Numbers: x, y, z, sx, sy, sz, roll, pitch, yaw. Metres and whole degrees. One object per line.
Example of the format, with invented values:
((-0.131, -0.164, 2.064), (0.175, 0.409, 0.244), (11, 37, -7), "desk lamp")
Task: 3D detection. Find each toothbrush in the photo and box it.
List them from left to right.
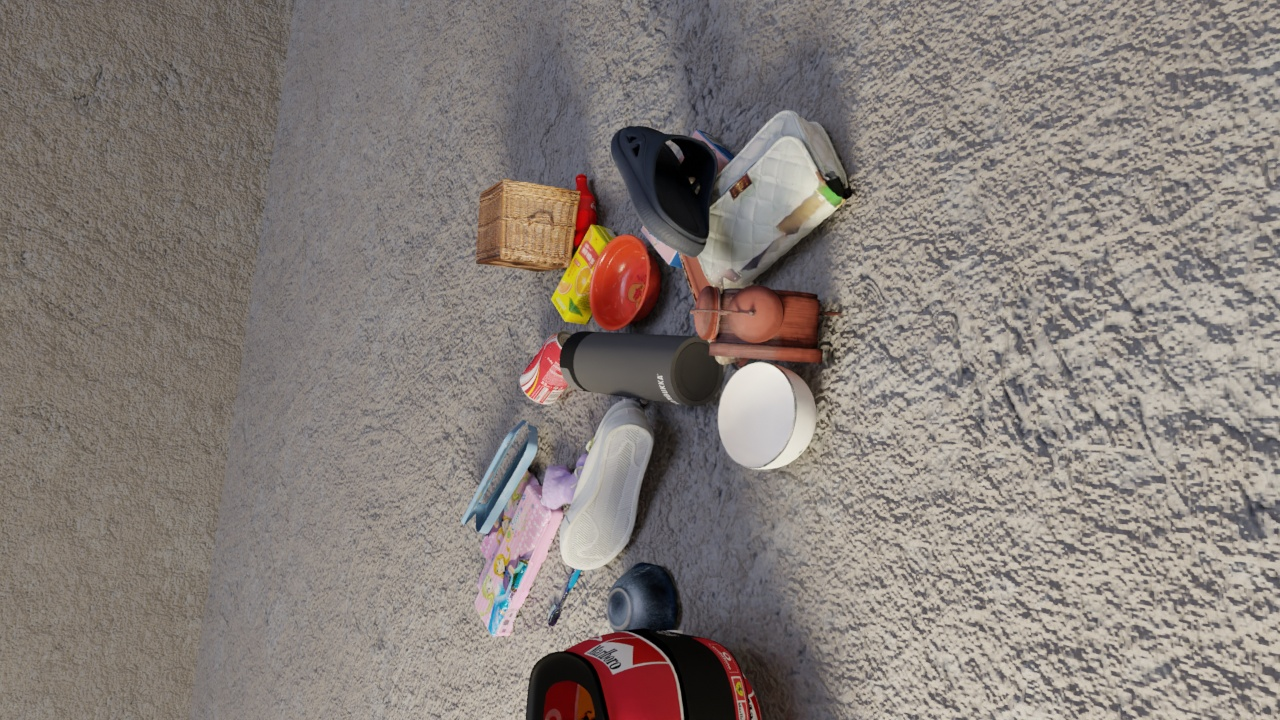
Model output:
((-0.090, 0.289, 1.257), (0.189, 0.016, 0.017), (-65, 30, 19), "toothbrush")

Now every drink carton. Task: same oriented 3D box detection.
((-0.073, -0.122, 1.313), (0.135, 0.042, 0.058), (-59, 44, 26), "drink carton")

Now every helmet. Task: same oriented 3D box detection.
((0.014, 0.373, 0.927), (0.272, 0.224, 0.197), (-33, 53, 59), "helmet")

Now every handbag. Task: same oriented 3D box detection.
((0.136, -0.176, 1.031), (0.195, 0.072, 0.138), (-43, 50, 38), "handbag")

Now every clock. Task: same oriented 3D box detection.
((0.121, -0.038, 0.949), (0.121, 0.157, 0.072), (5, 91, 53), "clock")

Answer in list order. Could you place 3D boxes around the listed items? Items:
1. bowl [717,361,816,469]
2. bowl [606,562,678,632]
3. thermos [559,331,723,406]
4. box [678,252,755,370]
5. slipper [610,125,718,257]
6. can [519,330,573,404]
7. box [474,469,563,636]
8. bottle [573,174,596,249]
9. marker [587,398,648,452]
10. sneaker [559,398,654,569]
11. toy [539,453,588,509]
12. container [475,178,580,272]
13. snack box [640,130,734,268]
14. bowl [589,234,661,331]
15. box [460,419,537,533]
((0.142, 0.060, 0.974), (0.114, 0.063, 0.113), (-16, 69, 49), "bowl")
((-0.007, 0.301, 1.114), (0.111, 0.055, 0.110), (-15, 71, 50), "bowl")
((-0.007, 0.007, 1.162), (0.241, 0.082, 0.082), (5, 85, 52), "thermos")
((0.094, -0.069, 1.098), (0.056, 0.064, 0.188), (-20, 57, 8), "box")
((0.035, -0.218, 1.047), (0.083, 0.110, 0.267), (-49, 29, 25), "slipper")
((-0.125, 0.010, 1.328), (0.105, 0.064, 0.064), (-50, 46, 33), "can")
((-0.201, 0.277, 1.386), (0.159, 0.035, 0.231), (43, 114, 47), "box")
((-0.083, -0.220, 1.352), (0.036, 0.036, 0.118), (-29, 59, 45), "bottle")
((-0.031, 0.088, 1.227), (0.021, 0.017, 0.124), (50, 125, 6), "marker")
((-0.041, 0.158, 1.178), (0.090, 0.089, 0.243), (-96, 23, -62), "sneaker")
((-0.098, 0.168, 1.277), (0.100, 0.036, 0.080), (-6, 64, 44), "toy")
((-0.172, -0.196, 1.363), (0.199, 0.113, 0.112), (-172, 88, -70), "container")
((0.064, -0.202, 1.161), (0.154, 0.033, 0.088), (-59, 42, 24), "snack box")
((-0.013, -0.101, 1.226), (0.131, 0.045, 0.130), (-16, 69, 49), "bowl")
((-0.222, 0.175, 1.397), (0.210, 0.059, 0.068), (-56, 25, 31), "box")
